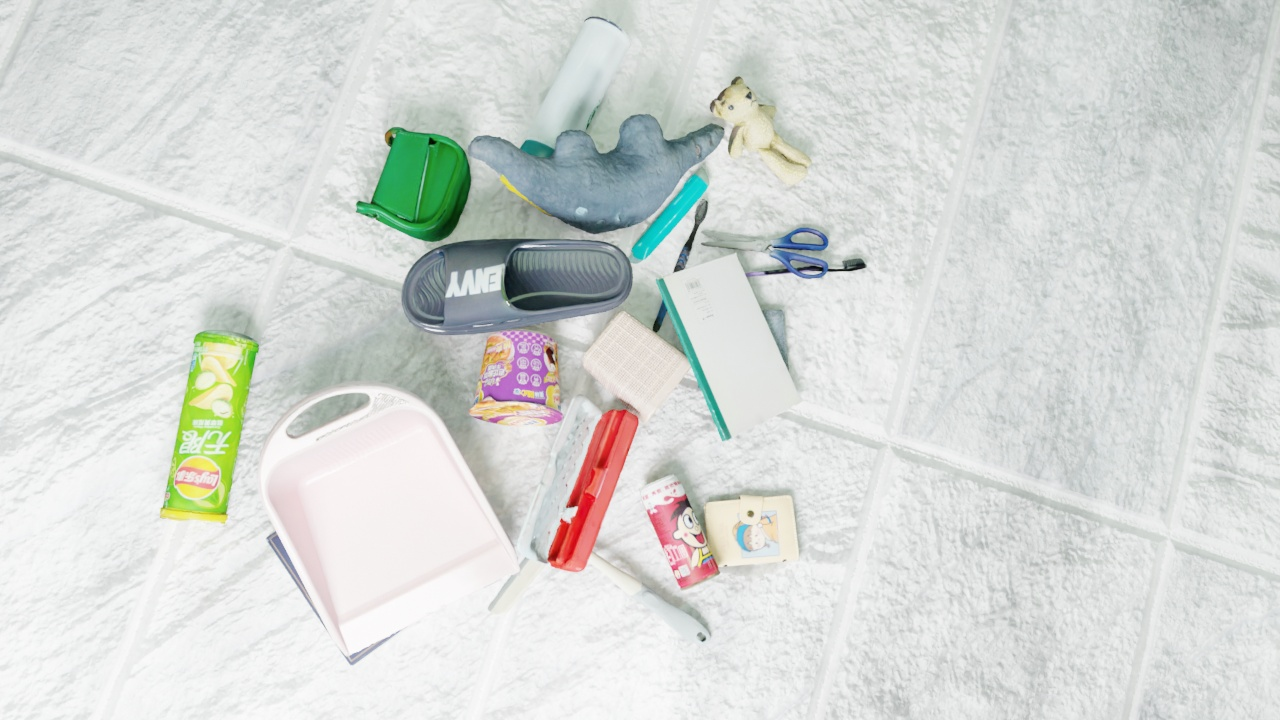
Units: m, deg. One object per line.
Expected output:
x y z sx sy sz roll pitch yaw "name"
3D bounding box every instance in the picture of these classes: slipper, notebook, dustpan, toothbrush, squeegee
-0.137 -0.097 1.041 0.268 0.083 0.110 -6 81 -9 "slipper"
0.110 -0.021 1.122 0.150 0.012 0.209 -22 88 -41 "notebook"
-0.285 0.166 0.994 0.222 0.139 0.273 -28 84 -11 "dustpan"
0.205 -0.120 1.201 0.189 0.014 0.016 -5 75 -7 "toothbrush"
-0.014 0.271 1.108 0.246 0.039 0.246 37 80 -1 "squeegee"
0.051 -0.123 1.182 0.014 0.016 0.189 20 81 10 "toothbrush"

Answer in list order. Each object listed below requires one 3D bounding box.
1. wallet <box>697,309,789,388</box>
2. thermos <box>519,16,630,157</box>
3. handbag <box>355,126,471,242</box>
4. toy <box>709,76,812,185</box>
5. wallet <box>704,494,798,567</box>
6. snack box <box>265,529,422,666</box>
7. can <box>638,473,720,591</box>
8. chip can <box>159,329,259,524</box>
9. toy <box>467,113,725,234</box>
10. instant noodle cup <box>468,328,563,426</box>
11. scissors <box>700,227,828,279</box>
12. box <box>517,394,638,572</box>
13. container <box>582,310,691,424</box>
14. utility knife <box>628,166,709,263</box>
0.129 -0.015 1.176 0.121 0.019 0.097 -3 84 -8 "wallet"
-0.087 -0.323 1.168 0.073 0.073 0.224 26 80 -3 "thermos"
-0.277 -0.219 1.135 0.120 0.068 0.131 18 81 3 "handbag"
0.160 -0.294 1.193 0.157 0.066 0.105 43 71 -13 "toy"
0.137 0.210 1.143 0.115 0.024 0.087 -3 88 -6 "wallet"
-0.308 0.227 1.075 0.177 0.046 0.182 -34 87 -11 "snack box"
0.046 0.207 1.112 0.053 0.053 0.132 -22 81 -9 "can"
-0.497 0.075 1.061 0.072 0.073 0.221 8 81 -6 "chip can"
-0.037 -0.229 1.132 0.355 0.091 0.138 -14 107 -28 "toy"
-0.144 0.020 1.097 0.111 0.112 0.099 5 73 -6 "instant noodle cup"
0.163 -0.138 1.190 0.173 0.012 0.128 -18 69 -13 "scissors"
-0.085 0.141 1.081 0.091 0.095 0.201 26 71 -18 "box"
-0.007 0.007 1.122 0.111 0.090 0.089 39 80 3 "container"
0.037 -0.186 1.191 0.029 0.013 0.161 40 82 3 "utility knife"
